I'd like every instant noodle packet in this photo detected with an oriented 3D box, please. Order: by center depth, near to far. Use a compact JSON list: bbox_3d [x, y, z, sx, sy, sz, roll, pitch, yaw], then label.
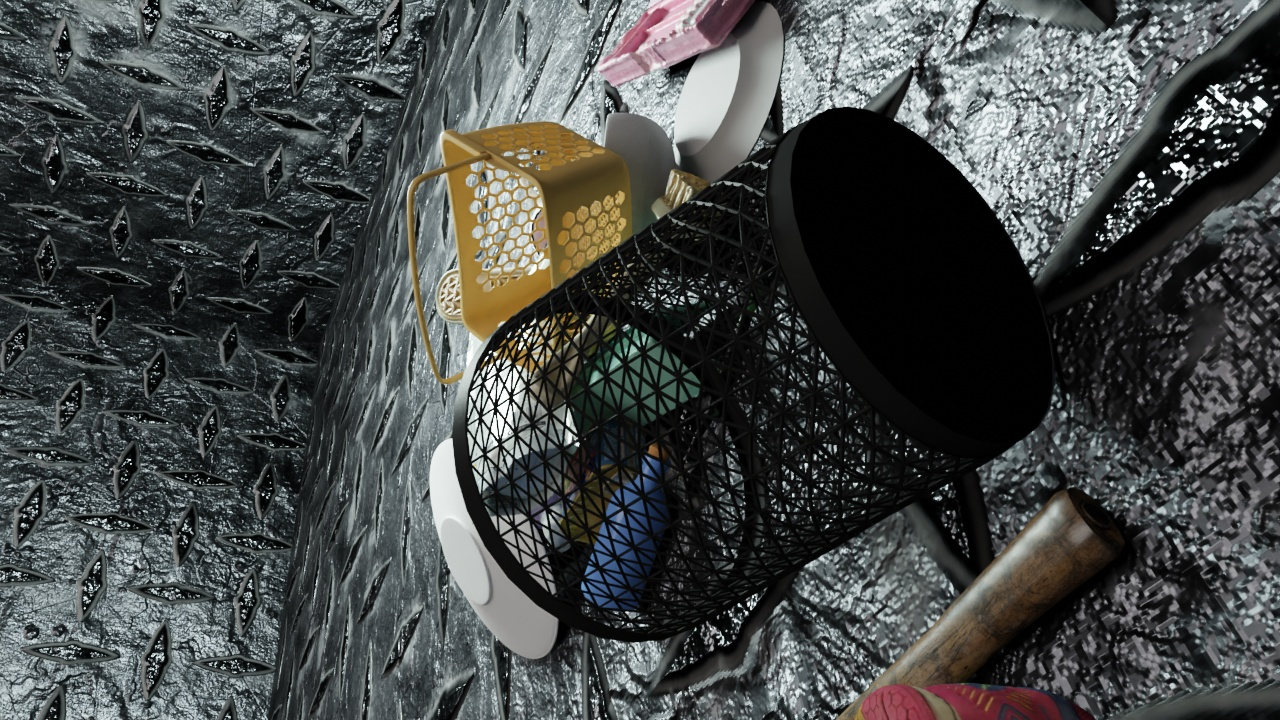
[{"bbox_3d":[-0.109,0.013,0.830,0.147,0.057,0.268,-41,35,24],"label":"instant noodle packet"}]

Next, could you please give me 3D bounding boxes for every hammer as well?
[{"bbox_3d":[0.110,0.179,0.460,0.331,0.033,0.119,-60,28,30],"label":"hammer"}]

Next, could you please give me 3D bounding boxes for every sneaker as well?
[{"bbox_3d":[0.122,0.224,0.370,0.116,0.091,0.242,-102,16,-54],"label":"sneaker"},{"bbox_3d":[-0.119,-0.059,0.993,0.236,0.079,0.087,12,92,38],"label":"sneaker"}]

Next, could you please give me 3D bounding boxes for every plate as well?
[{"bbox_3d":[0.064,-0.224,0.786,0.173,0.019,0.172,-42,41,51],"label":"plate"},{"bbox_3d":[-0.158,0.188,0.888,0.229,0.030,0.230,28,129,43],"label":"plate"}]

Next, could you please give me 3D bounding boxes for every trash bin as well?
[{"bbox_3d":[0.054,0.010,0.475,0.244,0.216,0.216,-36,45,46],"label":"trash bin"}]

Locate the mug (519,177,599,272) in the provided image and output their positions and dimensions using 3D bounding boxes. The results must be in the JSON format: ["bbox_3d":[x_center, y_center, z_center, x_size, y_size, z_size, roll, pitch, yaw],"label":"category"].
[{"bbox_3d":[-0.074,-0.147,0.925,0.090,0.124,0.076,-40,5,30],"label":"mug"}]

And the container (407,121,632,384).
[{"bbox_3d":[-0.099,-0.077,0.712,0.129,0.166,0.184,36,139,35],"label":"container"}]

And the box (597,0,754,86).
[{"bbox_3d":[0.050,-0.346,0.850,0.180,0.055,0.233,-66,24,-1],"label":"box"}]

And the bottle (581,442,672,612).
[{"bbox_3d":[-0.004,0.126,0.711,0.048,0.048,0.131,40,114,63],"label":"bottle"}]

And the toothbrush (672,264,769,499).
[{"bbox_3d":[0.060,0.018,0.672,0.017,0.014,0.188,36,110,50],"label":"toothbrush"}]

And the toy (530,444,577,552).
[{"bbox_3d":[-0.121,0.120,0.909,0.210,0.085,0.137,-14,91,55],"label":"toy"}]

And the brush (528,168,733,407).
[{"bbox_3d":[-0.004,-0.059,0.665,0.271,0.062,0.077,-54,-21,-41],"label":"brush"}]

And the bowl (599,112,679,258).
[{"bbox_3d":[0.000,-0.148,0.807,0.132,0.064,0.132,167,107,-89],"label":"bowl"}]

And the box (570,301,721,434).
[{"bbox_3d":[-0.005,0.000,0.762,0.189,0.077,0.079,-37,28,55],"label":"box"}]

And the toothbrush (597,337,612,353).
[{"bbox_3d":[-0.034,-0.030,0.895,0.016,0.017,0.190,26,101,67],"label":"toothbrush"}]

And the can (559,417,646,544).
[{"bbox_3d":[-0.030,0.101,0.770,0.058,0.054,0.100,-94,28,-47],"label":"can"}]
